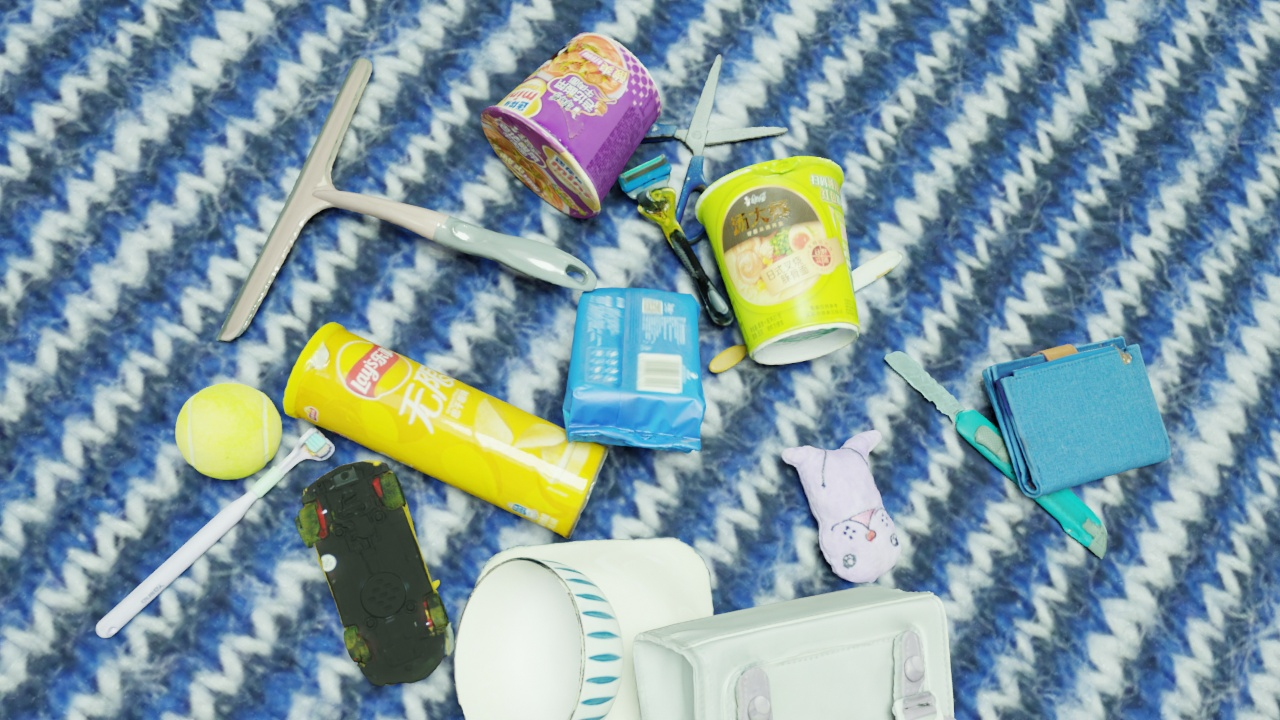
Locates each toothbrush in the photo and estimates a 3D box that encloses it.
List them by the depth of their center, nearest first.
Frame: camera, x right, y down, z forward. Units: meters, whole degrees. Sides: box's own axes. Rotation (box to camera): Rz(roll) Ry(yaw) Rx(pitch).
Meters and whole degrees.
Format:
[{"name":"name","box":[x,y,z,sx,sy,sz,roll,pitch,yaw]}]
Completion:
[{"name":"toothbrush","box":[-0.288,0.117,0.623,0.189,0.029,0.021,-44,44,-13]},{"name":"toothbrush","box":[0.131,-0.039,0.716,0.191,0.018,0.016,-31,84,-16]}]

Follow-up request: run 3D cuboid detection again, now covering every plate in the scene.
[{"name":"plate","box":[-0.031,0.205,0.623,0.164,0.034,0.163,-1,76,-8]}]

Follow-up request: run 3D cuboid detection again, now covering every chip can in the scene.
[{"name":"chip can","box":[-0.131,0.048,0.633,0.213,0.072,0.072,24,74,-1]}]

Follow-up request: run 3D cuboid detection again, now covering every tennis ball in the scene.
[{"name":"tennis ball","box":[-0.276,0.047,0.617,0.065,0.065,0.065,2,76,-7]}]

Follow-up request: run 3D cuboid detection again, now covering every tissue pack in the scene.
[{"name":"tissue pack","box":[-0.004,0.004,0.648,0.095,0.052,0.156,6,41,-4]}]

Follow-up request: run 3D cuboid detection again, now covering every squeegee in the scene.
[{"name":"squeegee","box":[-0.150,-0.095,0.663,0.250,0.040,0.247,17,74,6]}]

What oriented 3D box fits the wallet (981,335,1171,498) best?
[{"name":"wallet","box":[0.335,0.040,0.705,0.133,0.040,0.106,-12,79,-19]}]

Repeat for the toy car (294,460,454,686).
[{"name":"toy car","box":[-0.178,0.142,0.618,0.071,0.041,0.155,-22,78,-12]}]

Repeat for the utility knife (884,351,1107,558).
[{"name":"utility knife","box":[0.275,0.068,0.705,0.223,0.013,0.029,42,72,4]}]

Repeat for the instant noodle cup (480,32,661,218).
[{"name":"instant noodle cup","box":[-0.045,-0.177,0.674,0.111,0.112,0.099,37,78,3]}]

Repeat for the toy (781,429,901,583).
[{"name":"toy","box":[0.154,0.108,0.668,0.083,0.039,0.108,-13,77,-19]}]

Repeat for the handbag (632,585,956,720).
[{"name":"handbag","box":[0.104,0.230,0.583,0.196,0.099,0.145,-4,88,-26]}]

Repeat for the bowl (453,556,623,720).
[{"name":"bowl","box":[-0.053,0.181,0.563,0.066,0.117,0.116,18,69,-46]}]

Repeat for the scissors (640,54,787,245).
[{"name":"scissors","box":[0.034,-0.175,0.737,0.162,0.012,0.173,15,76,-2]}]

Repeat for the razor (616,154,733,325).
[{"name":"razor","box":[0.033,-0.088,0.699,0.042,0.022,0.142,-28,80,-5]}]

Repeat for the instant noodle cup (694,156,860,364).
[{"name":"instant noodle cup","box":[0.106,-0.066,0.662,0.111,0.112,0.123,-8,73,-9]}]
